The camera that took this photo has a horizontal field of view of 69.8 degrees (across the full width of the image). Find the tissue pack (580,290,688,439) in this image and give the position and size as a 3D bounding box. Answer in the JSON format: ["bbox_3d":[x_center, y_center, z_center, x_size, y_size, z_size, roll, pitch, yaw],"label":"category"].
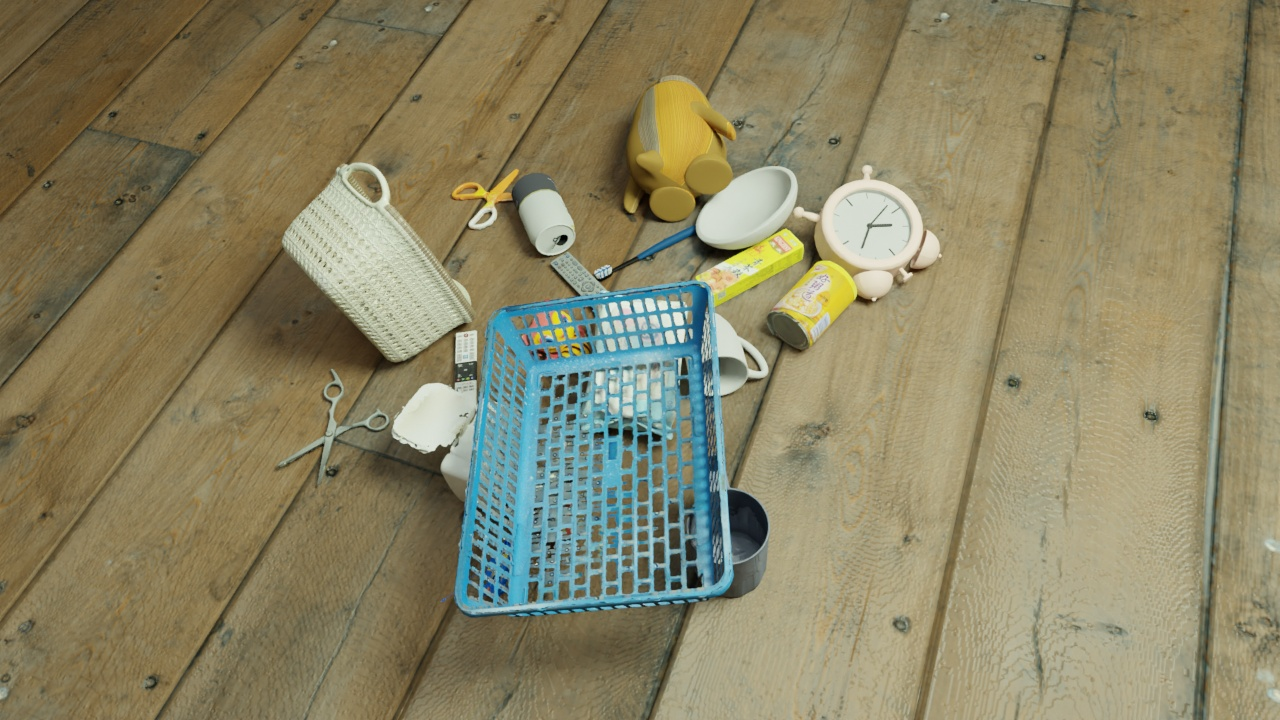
[{"bbox_3d":[-0.007,0.006,1.105,0.112,0.070,0.181,9,64,-4],"label":"tissue pack"}]

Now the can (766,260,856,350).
[{"bbox_3d":[0.215,-0.069,1.146,0.068,0.068,0.104,35,67,26],"label":"can"}]

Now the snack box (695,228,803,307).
[{"bbox_3d":[0.144,-0.122,1.215,0.148,0.029,0.040,-29,58,-12],"label":"snack box"}]

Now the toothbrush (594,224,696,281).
[{"bbox_3d":[0.012,-0.150,1.260,0.167,0.014,0.014,-28,46,-11],"label":"toothbrush"}]

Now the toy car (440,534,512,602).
[{"bbox_3d":[-0.175,0.230,1.014,0.062,0.033,0.091,12,58,7],"label":"toy car"}]

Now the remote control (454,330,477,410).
[{"bbox_3d":[-0.224,0.015,1.180,0.028,0.012,0.124,-8,56,2],"label":"remote control"}]

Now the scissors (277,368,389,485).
[{"bbox_3d":[-0.390,0.080,1.158,0.141,0.014,0.173,-16,54,-7],"label":"scissors"}]

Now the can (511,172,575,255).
[{"bbox_3d":[-0.134,-0.202,1.284,0.064,0.064,0.127,-21,56,-7],"label":"can"}]

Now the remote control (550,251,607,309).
[{"bbox_3d":[-0.072,-0.099,1.236,0.033,0.013,0.136,-34,59,-15],"label":"remote control"}]

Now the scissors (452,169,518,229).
[{"bbox_3d":[-0.219,-0.236,1.349,0.125,0.011,0.127,-1,58,8],"label":"scissors"}]

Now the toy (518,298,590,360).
[{"bbox_3d":[-0.107,-0.029,1.175,0.084,0.046,0.103,-24,64,-36],"label":"toy"}]

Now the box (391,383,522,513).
[{"bbox_3d":[-0.212,0.093,1.060,0.137,0.126,0.108,14,60,19],"label":"box"}]

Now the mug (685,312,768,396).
[{"bbox_3d":[0.105,-0.010,1.130,0.107,0.071,0.089,10,44,-19],"label":"mug"}]

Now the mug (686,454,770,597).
[{"bbox_3d":[0.090,0.177,0.974,0.084,0.104,0.123,-12,55,-1],"label":"mug"}]

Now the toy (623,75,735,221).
[{"bbox_3d":[0.054,-0.313,1.299,0.199,0.162,0.203,-33,44,34],"label":"toy"}]

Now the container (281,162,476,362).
[{"bbox_3d":[-0.325,-0.114,1.151,0.142,0.246,0.184,-43,57,-10],"label":"container"}]

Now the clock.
[{"bbox_3d":[0.297,-0.162,1.202,0.131,0.086,0.160,-33,67,-13],"label":"clock"}]

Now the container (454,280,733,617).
[{"bbox_3d":[-0.038,0.094,0.942,0.257,0.089,0.361,-7,52,10],"label":"container"}]

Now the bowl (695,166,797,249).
[{"bbox_3d":[0.149,-0.196,1.238,0.150,0.043,0.149,-25,36,20],"label":"bowl"}]

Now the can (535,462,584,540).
[{"bbox_3d":[-0.089,0.157,1.022,0.043,0.086,0.086,-8,55,2],"label":"can"}]
